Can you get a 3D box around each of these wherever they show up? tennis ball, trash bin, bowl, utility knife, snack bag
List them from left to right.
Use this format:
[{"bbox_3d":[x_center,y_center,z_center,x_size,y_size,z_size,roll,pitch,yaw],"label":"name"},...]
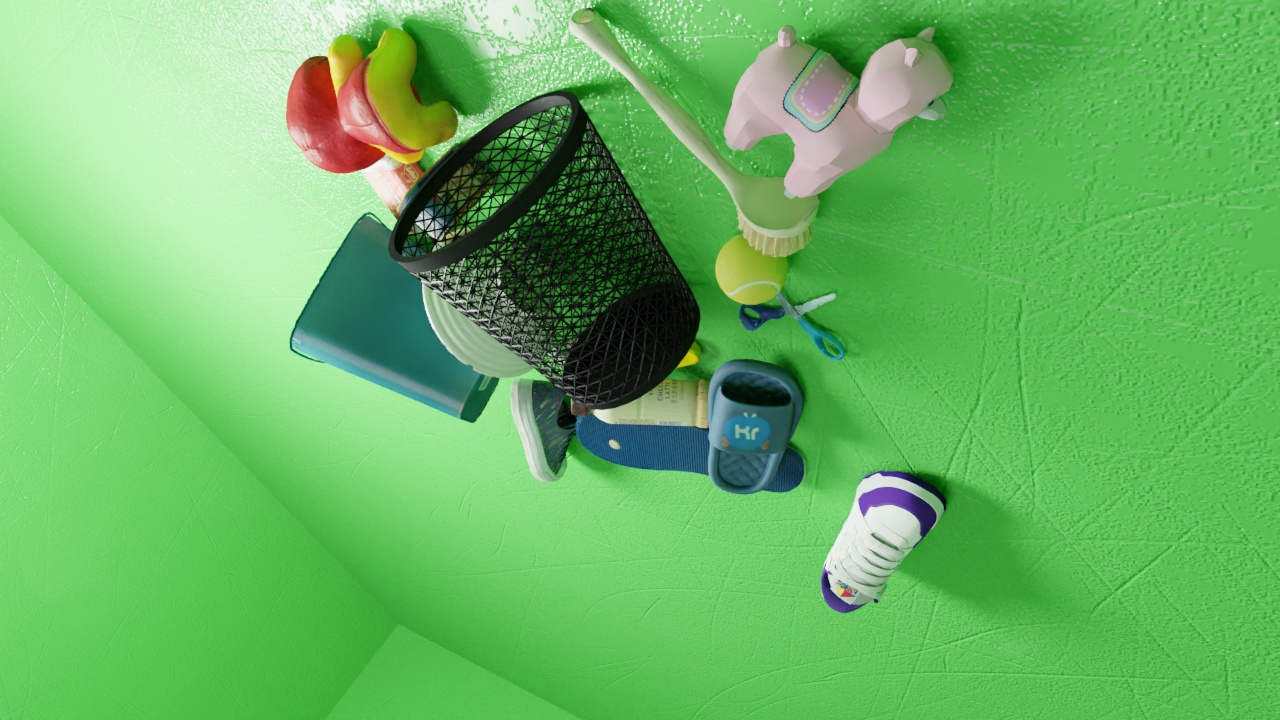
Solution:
[{"bbox_3d":[-0.279,-0.200,1.095,0.077,0.036,0.116,6,139,43],"label":"snack bag"},{"bbox_3d":[-0.278,-0.038,1.154,0.218,0.196,0.199,28,174,2],"label":"trash bin"},{"bbox_3d":[-0.143,-0.075,1.004,0.071,0.176,0.177,-22,118,43],"label":"bowl"},{"bbox_3d":[-0.074,-0.090,0.883,0.217,0.216,0.243,0,141,46],"label":"trash bin"},{"bbox_3d":[-0.006,0.006,1.071,0.175,0.020,0.029,-15,136,33],"label":"utility knife"},{"bbox_3d":[0.101,-0.083,0.834,0.065,0.065,0.065,26,149,17],"label":"tennis ball"}]

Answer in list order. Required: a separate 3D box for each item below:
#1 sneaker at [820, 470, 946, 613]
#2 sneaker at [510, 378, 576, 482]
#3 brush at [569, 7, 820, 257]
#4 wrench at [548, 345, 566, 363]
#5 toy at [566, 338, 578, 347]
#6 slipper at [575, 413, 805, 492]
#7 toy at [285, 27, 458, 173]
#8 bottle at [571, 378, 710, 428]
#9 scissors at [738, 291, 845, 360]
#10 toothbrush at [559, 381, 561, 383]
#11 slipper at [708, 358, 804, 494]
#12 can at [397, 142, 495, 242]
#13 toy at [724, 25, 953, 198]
[{"bbox_3d":[0.260,0.216,1.042,0.092,0.110,0.245,29,149,13],"label":"sneaker"},{"bbox_3d":[-0.126,0.106,1.333,0.079,0.087,0.236,-4,145,5],"label":"sneaker"},{"bbox_3d":[0.043,-0.191,0.764,0.272,0.061,0.078,43,146,-3],"label":"brush"},{"bbox_3d":[-0.037,0.054,1.226,0.273,0.009,0.047,40,150,-6],"label":"wrench"},{"bbox_3d":[-0.048,0.000,1.129,0.112,0.050,0.087,11,142,45],"label":"toy"},{"bbox_3d":[0.061,0.093,1.136,0.295,0.060,0.118,11,138,16],"label":"slipper"},{"bbox_3d":[-0.298,-0.265,0.972,0.217,0.098,0.147,0,125,40],"label":"toy"},{"bbox_3d":[0.002,0.047,1.064,0.162,0.056,0.057,2,144,3],"label":"bottle"},{"bbox_3d":[0.146,-0.043,0.896,0.127,0.014,0.133,50,149,-21],"label":"scissors"},{"bbox_3d":[-0.061,0.087,1.281,0.016,0.017,0.190,12,146,45],"label":"toothbrush"},{"bbox_3d":[0.123,0.082,1.015,0.104,0.059,0.214,4,133,3],"label":"slipper"},{"bbox_3d":[-0.207,-0.179,0.986,0.059,0.099,0.054,40,147,-9],"label":"can"},{"bbox_3d":[0.138,-0.186,0.653,0.123,0.067,0.158,40,146,-4],"label":"toy"}]
